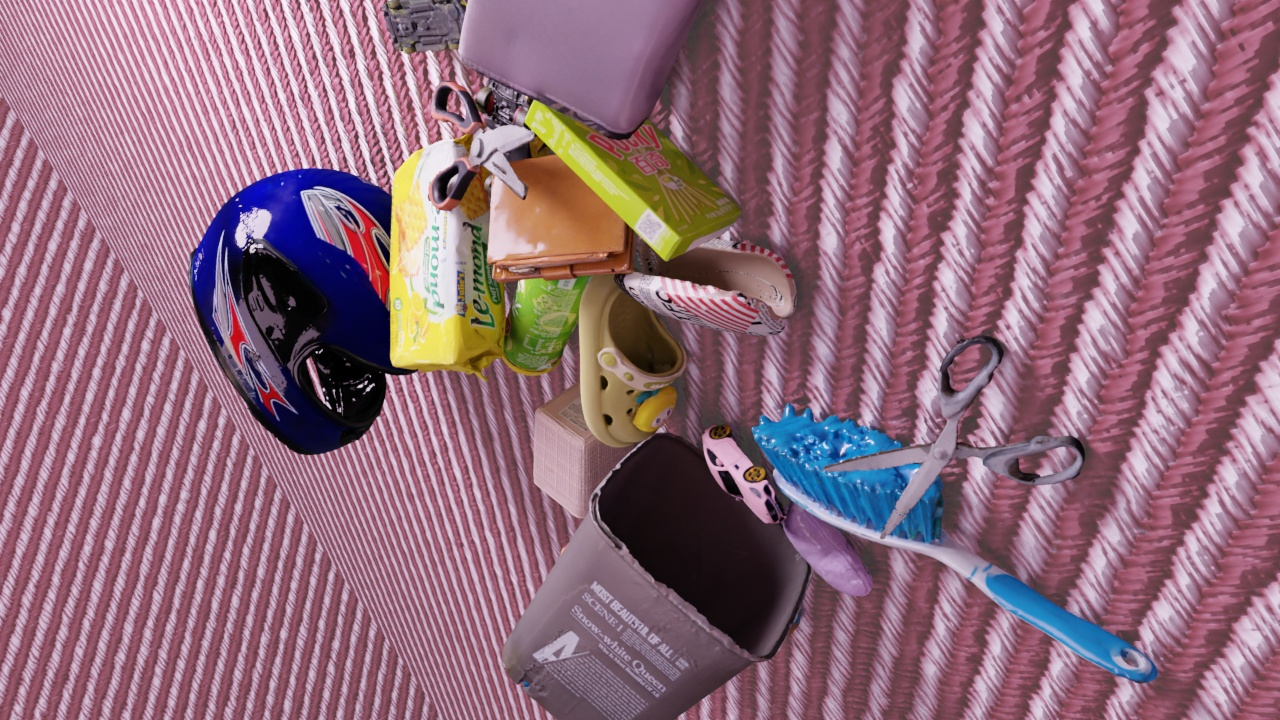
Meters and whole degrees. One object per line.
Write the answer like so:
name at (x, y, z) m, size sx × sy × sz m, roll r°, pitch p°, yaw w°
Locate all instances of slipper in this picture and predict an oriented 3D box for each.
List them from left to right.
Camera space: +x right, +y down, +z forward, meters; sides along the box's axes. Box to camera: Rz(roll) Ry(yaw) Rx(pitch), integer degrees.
slipper at (-0.005, 0.005, 0.831) m, size 0.082 × 0.091 × 0.191 m, roll 23°, pitch 133°, yaw 37°

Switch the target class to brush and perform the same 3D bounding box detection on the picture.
brush at (0.224, 0.130, 0.686) m, size 0.315 × 0.060 × 0.109 m, roll 22°, pitch 142°, yaw 38°

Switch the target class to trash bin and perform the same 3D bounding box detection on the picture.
trash bin at (0.004, 0.222, 0.836) m, size 0.199 × 0.198 × 0.220 m, roll 41°, pitch 118°, yaw 6°

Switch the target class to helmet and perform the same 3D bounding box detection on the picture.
helmet at (-0.349, -0.068, 1.062) m, size 0.241 × 0.247 × 0.315 m, roll -22°, pitch 99°, yaw 14°

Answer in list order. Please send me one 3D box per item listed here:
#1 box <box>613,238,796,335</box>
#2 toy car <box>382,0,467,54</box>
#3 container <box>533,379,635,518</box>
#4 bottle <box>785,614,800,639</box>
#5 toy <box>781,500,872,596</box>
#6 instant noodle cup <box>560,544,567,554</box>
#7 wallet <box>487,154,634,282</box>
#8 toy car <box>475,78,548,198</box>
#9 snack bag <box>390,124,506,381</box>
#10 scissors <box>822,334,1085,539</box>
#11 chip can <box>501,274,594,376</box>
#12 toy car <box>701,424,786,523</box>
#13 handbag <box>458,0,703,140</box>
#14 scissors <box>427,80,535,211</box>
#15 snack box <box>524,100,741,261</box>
box at (0.057, -0.065, 0.731) m, size 0.164 × 0.081 × 0.075 m, roll 12°, pitch 161°, yaw 46°
toy car at (-0.187, -0.306, 0.827) m, size 0.105 × 0.032 × 0.048 m, roll 9°, pitch 127°, yaw 35°
container at (-0.060, 0.091, 0.984) m, size 0.090 × 0.089 × 0.111 m, roll 34°, pitch 140°, yaw 30°
bottle at (0.068, 0.208, 0.949) m, size 0.218 × 0.065 × 0.065 m, roll 46°, pitch 147°, yaw 15°
toy at (0.161, 0.166, 0.811) m, size 0.108 × 0.039 × 0.084 m, roll 47°, pitch 165°, yaw 6°
instant noodle cup at (-0.007, 0.238, 1.032) m, size 0.138 × 0.109 × 0.138 m, roll 34°, pitch 144°, yaw 29°
wallet at (-0.065, -0.120, 0.757) m, size 0.132 × 0.031 × 0.107 m, roll -3°, pitch 80°, yaw 27°
toy car at (-0.110, -0.185, 0.827) m, size 0.071 × 0.041 × 0.156 m, roll 35°, pitch 138°, yaw 33°
snack bag at (-0.196, -0.102, 0.933) m, size 0.158 × 0.068 × 0.246 m, roll -2°, pitch 89°, yaw 53°
scissors at (0.206, 0.058, 0.623) m, size 0.181 × 0.014 × 0.159 m, roll 2°, pitch 110°, yaw 30°
chip can at (-0.084, -0.065, 0.881) m, size 0.072 × 0.072 × 0.222 m, roll 48°, pitch 148°, yaw 9°
toy car at (0.087, 0.102, 0.815) m, size 0.056 × 0.037 × 0.122 m, roll 59°, pitch 175°, yaw -33°
handbag at (-0.026, -0.256, 0.599) m, size 0.145 × 0.098 × 0.198 m, roll 35°, pitch 146°, yaw 0°
scissors at (-0.146, -0.181, 0.792) m, size 0.222 × 0.015 × 0.189 m, roll -40°, pitch 57°, yaw 48°
snack box at (-0.005, -0.145, 0.685) m, size 0.156 × 0.085 × 0.026 m, roll 46°, pitch 132°, yaw 13°
